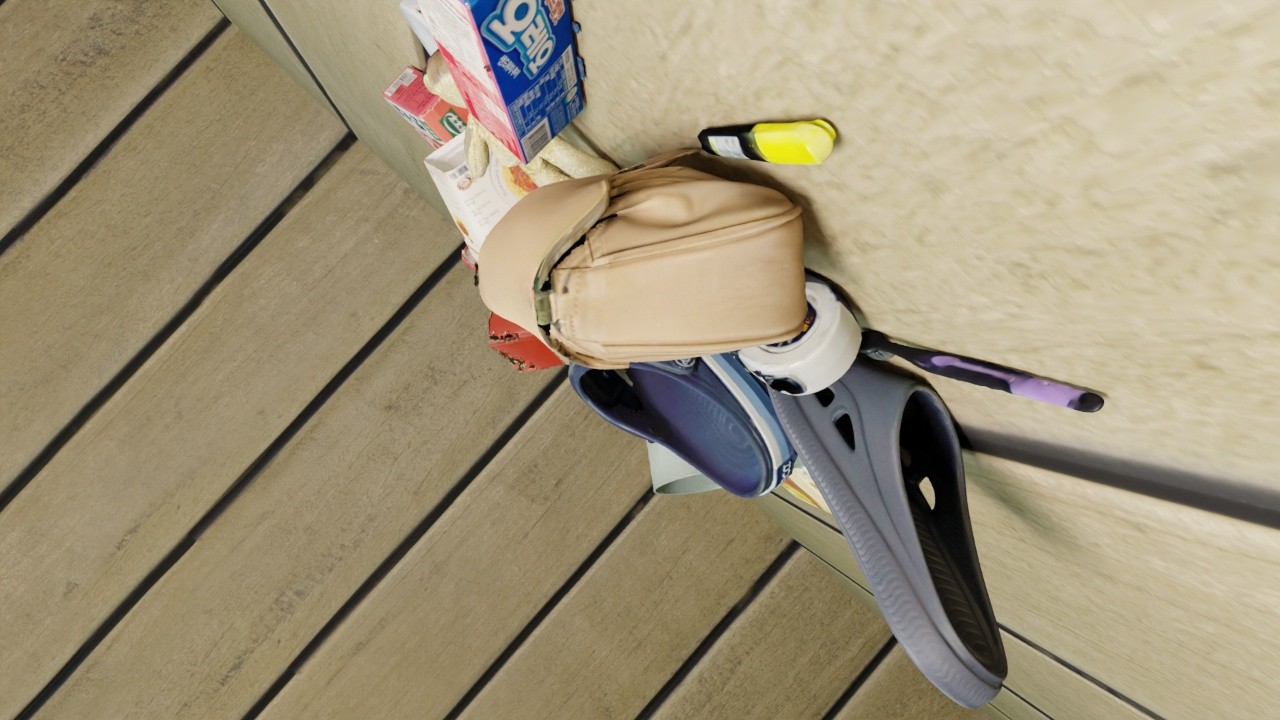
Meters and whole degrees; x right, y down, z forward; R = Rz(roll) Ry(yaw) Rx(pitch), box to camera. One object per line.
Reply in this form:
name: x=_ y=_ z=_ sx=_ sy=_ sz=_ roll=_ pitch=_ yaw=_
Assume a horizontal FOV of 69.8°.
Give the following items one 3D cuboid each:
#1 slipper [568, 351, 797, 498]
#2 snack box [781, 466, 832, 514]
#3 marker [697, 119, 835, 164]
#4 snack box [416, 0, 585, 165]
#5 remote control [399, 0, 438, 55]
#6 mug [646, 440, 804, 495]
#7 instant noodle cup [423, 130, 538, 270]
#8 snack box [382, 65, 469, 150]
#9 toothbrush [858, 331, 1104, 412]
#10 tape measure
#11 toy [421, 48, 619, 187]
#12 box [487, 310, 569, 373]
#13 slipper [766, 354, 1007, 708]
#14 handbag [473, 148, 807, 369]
slipper: x=-0.004 y=0.004 z=0.632 sx=0.253 sy=0.095 sz=0.105 roll=46 pitch=146 yaw=17
snack box: x=0.159 y=0.087 z=0.868 sx=0.114 sy=0.063 sz=0.240 roll=43 pitch=175 yaw=-2
marker: x=0.051 y=-0.097 z=0.404 sx=0.018 sy=0.015 sz=0.124 roll=45 pitch=178 yaw=-21
snack box: x=-0.072 y=-0.170 z=0.480 sx=0.058 sy=0.057 sz=0.207 roll=44 pitch=176 yaw=4
remote control: x=-0.139 y=-0.228 z=0.712 sx=0.056 sy=0.020 sz=0.136 roll=39 pitch=174 yaw=21
mug: x=0.062 y=0.042 z=0.714 sx=0.084 sy=0.124 sz=0.103 roll=73 pitch=-174 yaw=-72
instant noodle cup: x=-0.128 y=-0.150 z=0.850 sx=0.117 sy=0.116 sz=0.124 roll=36 pitch=160 yaw=55
snack box: x=-0.190 y=-0.232 z=0.932 sx=0.127 sy=0.044 sz=0.113 roll=37 pitch=173 yaw=46
toothbrush: x=0.157 y=0.005 z=0.453 sx=0.016 sy=0.014 sz=0.189 roll=36 pitch=177 yaw=-20
tape measure: x=0.088 y=-0.014 z=0.517 sx=0.033 sy=0.066 sz=0.066 roll=40 pitch=180 yaw=-41
toy: x=-0.080 y=-0.162 z=0.638 sx=0.157 sy=0.066 sz=0.105 roll=39 pitch=144 yaw=-18
box: x=-0.115 y=-0.077 z=0.956 sx=0.091 sy=0.079 sz=0.168 roll=50 pitch=-145 yaw=-58
slipper: x=0.157 y=0.066 z=0.541 sx=0.110 sy=0.083 sz=0.267 roll=34 pitch=-154 yaw=-37
handbag: x=-0.005 y=-0.057 z=0.490 sx=0.204 sy=0.147 sz=0.100 roll=-153 pitch=53 yaw=-67
